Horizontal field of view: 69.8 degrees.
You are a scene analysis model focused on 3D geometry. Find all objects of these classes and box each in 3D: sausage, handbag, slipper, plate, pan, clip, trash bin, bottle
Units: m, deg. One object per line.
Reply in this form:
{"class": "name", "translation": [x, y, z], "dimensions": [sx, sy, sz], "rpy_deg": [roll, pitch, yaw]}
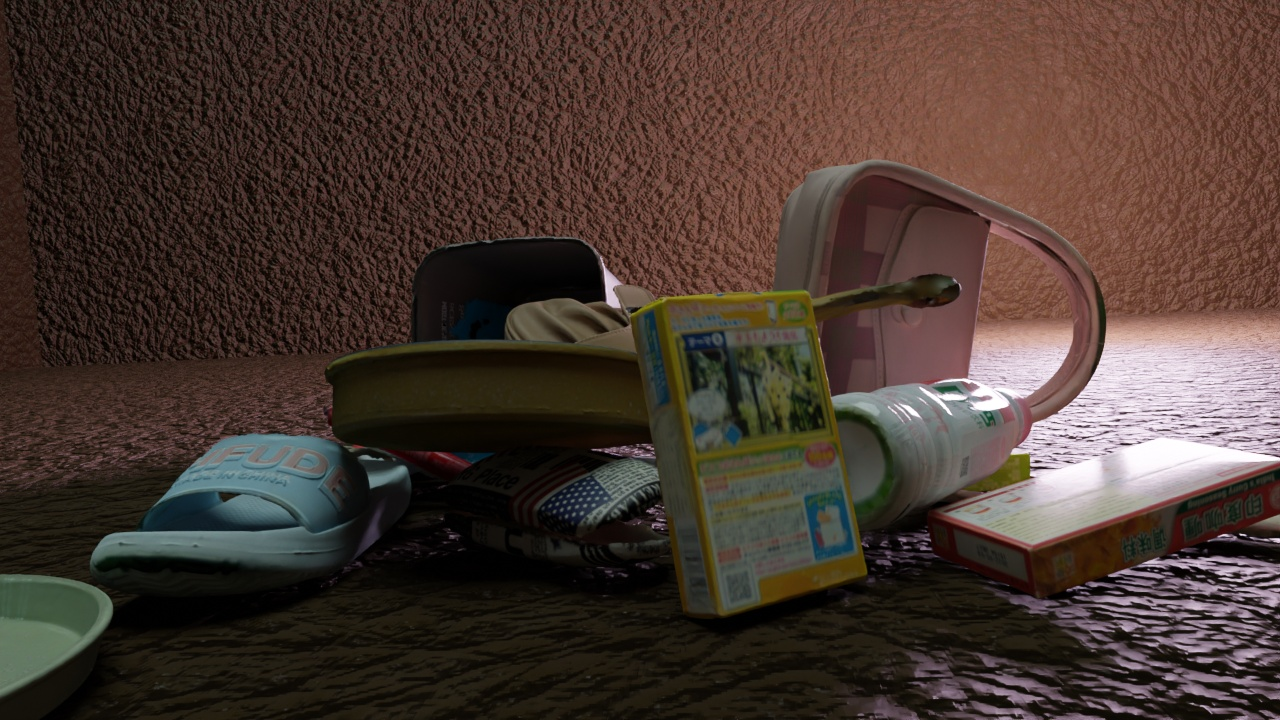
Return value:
{"class": "sausage", "translation": [-0.152, 0.065, 0.636], "dimensions": [0.156, 0.020, 0.020], "rpy_deg": [24, 8, 6]}
{"class": "handbag", "translation": [0.208, -0.028, 0.638], "dimensions": [0.234, 0.193, 0.093], "rpy_deg": [7, 5, -8]}
{"class": "slipper", "translation": [-0.203, 0.078, 0.534], "dimensions": [0.104, 0.074, 0.245], "rpy_deg": [-1, 3, 8]}
{"class": "plate", "translation": [-0.317, 0.123, 0.325], "dimensions": [0.230, 0.027, 0.230], "rpy_deg": [-3, 5, 0]}
{"class": "pan", "translation": [-0.002, 0.004, 0.522], "dimensions": [0.358, 0.078, 0.197], "rpy_deg": [-3, -10, 11]}
{"class": "clip", "translation": [-0.233, 0.075, 0.661], "dimensions": [0.035, 0.076, 0.103], "rpy_deg": [2, -4, 43]}
{"class": "trash bin", "translation": [-0.102, -0.013, 0.958], "dimensions": [0.199, 0.199, 0.219], "rpy_deg": [-2, -2, 13]}
{"class": "handbag", "translation": [-0.004, 0.004, 0.722], "dimensions": [0.204, 0.100, 0.147], "rpy_deg": [0, 30, -29]}
{"class": "bottle", "translation": [0.164, 0.044, 0.512], "dimensions": [0.068, 0.068, 0.196], "rpy_deg": [1, 4, 43]}

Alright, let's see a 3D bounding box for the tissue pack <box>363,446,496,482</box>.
{"class": "tissue pack", "translation": [-0.144, 0.053, 0.693], "dimensions": [0.140, 0.063, 0.090], "rpy_deg": [21, 6, 3]}

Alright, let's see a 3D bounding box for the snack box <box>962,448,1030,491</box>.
{"class": "snack box", "translation": [0.172, 0.073, 0.628], "dimensions": [0.156, 0.026, 0.086], "rpy_deg": [-4, 5, -4]}

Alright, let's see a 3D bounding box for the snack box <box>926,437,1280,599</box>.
{"class": "snack box", "translation": [0.231, 0.073, 0.453], "dimensions": [0.155, 0.027, 0.077], "rpy_deg": [-13, 7, -16]}

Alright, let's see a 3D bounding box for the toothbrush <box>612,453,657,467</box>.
{"class": "toothbrush", "translation": [-0.037, 0.078, 0.747], "dimensions": [0.189, 0.029, 0.021], "rpy_deg": [-1, 50, 23]}

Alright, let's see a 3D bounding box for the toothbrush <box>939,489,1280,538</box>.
{"class": "toothbrush", "translation": [0.256, 0.081, 0.521], "dimensions": [0.190, 0.029, 0.020], "rpy_deg": [2, 50, 37]}

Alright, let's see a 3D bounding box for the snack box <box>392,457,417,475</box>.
{"class": "snack box", "translation": [-0.144, 0.034, 0.785], "dimensions": [0.156, 0.027, 0.084], "rpy_deg": [-25, 44, -10]}

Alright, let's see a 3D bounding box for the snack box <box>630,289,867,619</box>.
{"class": "snack box", "translation": [0.050, 0.039, 0.420], "dimensions": [0.086, 0.140, 0.034], "rpy_deg": [-6, -6, -31]}

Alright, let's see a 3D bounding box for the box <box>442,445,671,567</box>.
{"class": "box", "translation": [-0.053, 0.070, 0.499], "dimensions": [0.075, 0.076, 0.164], "rpy_deg": [-5, 5, -40]}

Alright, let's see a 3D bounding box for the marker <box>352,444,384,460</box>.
{"class": "marker", "translation": [-0.228, 0.087, 0.783], "dimensions": [0.017, 0.017, 0.145], "rpy_deg": [-5, 5, -26]}
